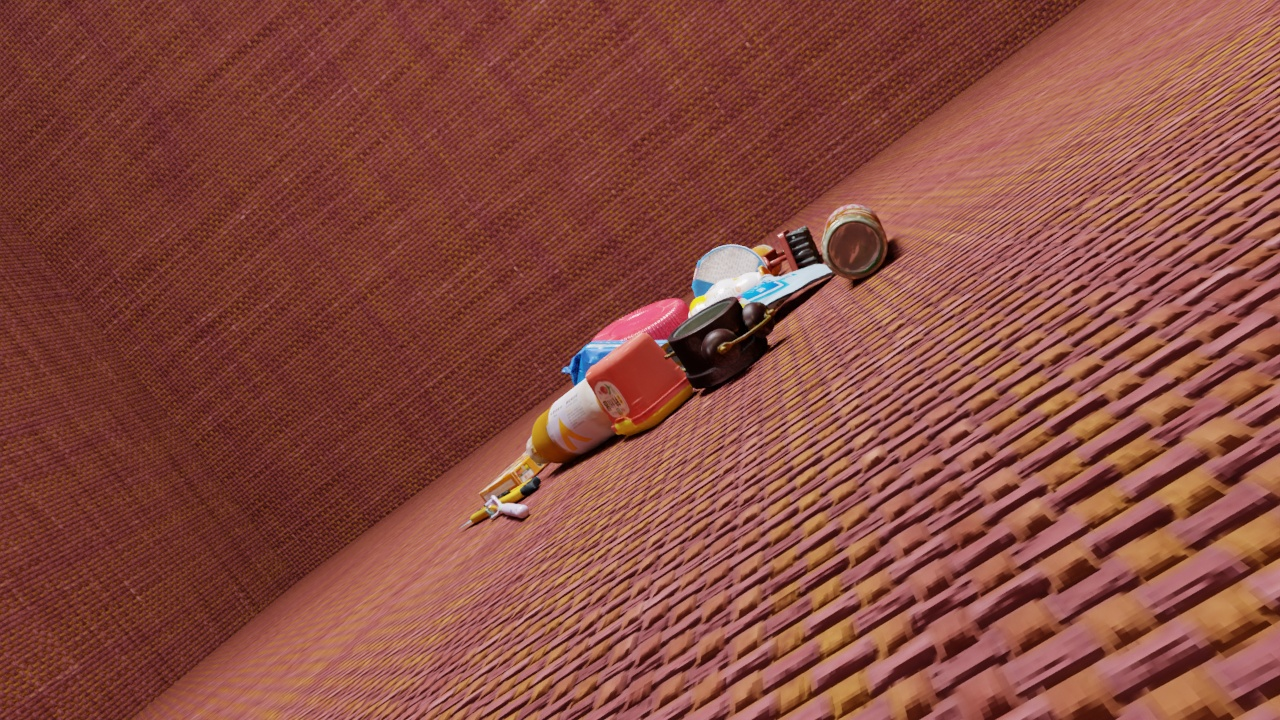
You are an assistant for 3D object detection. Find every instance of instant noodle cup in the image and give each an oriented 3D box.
[{"bbox_3d":[0.121,-0.099,1.216,0.099,0.099,0.110,-36,-4,6],"label":"instant noodle cup"},{"bbox_3d":[0.006,-0.023,1.181,0.194,0.066,0.193,-25,13,6],"label":"instant noodle cup"}]

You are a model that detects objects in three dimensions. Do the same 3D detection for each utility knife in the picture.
[{"bbox_3d":[-0.175,0.174,1.110,0.193,0.015,0.033,-33,2,46],"label":"utility knife"}]

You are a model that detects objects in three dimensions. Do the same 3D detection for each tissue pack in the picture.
[{"bbox_3d":[-0.006,0.006,1.052,0.157,0.052,0.095,-1,7,7],"label":"tissue pack"}]

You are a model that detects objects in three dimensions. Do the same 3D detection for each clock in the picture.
[{"bbox_3d":[0.076,-0.019,0.832,0.081,0.055,0.122,-38,11,-26],"label":"clock"}]

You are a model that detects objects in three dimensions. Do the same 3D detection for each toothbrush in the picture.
[{"bbox_3d":[-0.143,0.159,0.981,0.021,0.029,0.189,2,-8,-18],"label":"toothbrush"}]

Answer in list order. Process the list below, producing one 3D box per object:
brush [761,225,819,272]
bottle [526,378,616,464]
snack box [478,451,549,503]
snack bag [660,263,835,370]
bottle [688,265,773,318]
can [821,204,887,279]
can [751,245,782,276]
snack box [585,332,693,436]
[{"bbox_3d":[0.200,-0.144,1.230,0.069,0.063,0.145,-22,6,15],"label":"brush"},{"bbox_3d":[-0.071,0.070,1.022,0.067,0.068,0.190,-40,2,-40],"label":"bottle"},{"bbox_3d":[-0.148,0.138,1.235,0.075,0.026,0.153,-34,5,34],"label":"snack box"},{"bbox_3d":[0.111,-0.052,0.977,0.190,0.039,0.110,-35,7,-27],"label":"snack bag"},{"bbox_3d":[0.112,-0.069,1.097,0.109,0.063,0.063,-35,4,24],"label":"bottle"},{"bbox_3d":[0.202,-0.115,0.871,0.058,0.058,0.147,-36,4,18],"label":"can"},{"bbox_3d":[0.154,-0.119,1.388,0.145,0.058,0.058,-40,5,-37],"label":"can"},{"bbox_3d":[-0.003,0.022,0.904,0.081,0.080,0.091,-38,3,-26],"label":"snack box"}]
